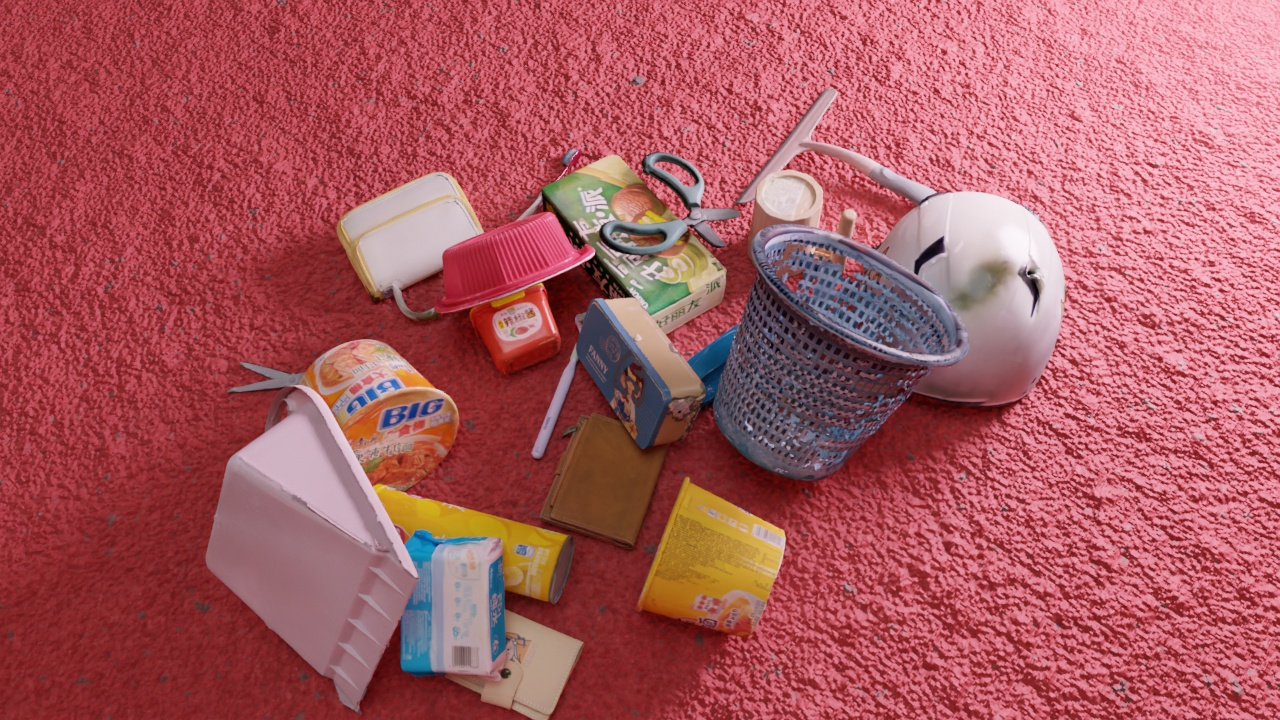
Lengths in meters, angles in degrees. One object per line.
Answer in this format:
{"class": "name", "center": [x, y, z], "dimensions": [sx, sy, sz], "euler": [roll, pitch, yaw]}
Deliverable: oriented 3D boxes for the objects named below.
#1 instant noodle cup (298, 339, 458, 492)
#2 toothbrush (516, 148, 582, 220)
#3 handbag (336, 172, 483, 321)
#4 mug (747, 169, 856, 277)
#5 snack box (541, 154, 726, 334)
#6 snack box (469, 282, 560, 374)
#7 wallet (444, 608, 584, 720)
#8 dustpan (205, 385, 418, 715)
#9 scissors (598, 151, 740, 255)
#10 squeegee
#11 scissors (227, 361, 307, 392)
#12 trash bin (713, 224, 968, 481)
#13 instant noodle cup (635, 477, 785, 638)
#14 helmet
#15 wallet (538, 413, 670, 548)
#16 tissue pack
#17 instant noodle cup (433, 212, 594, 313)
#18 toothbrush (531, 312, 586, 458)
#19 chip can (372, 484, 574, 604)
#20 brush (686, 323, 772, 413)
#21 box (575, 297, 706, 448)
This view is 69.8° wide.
{"class": "instant noodle cup", "center": [-0.284, 0.057, 0.967], "dimensions": [0.151, 0.151, 0.111], "euler": [-34, 55, -17]}
{"class": "toothbrush", "center": [-0.131, -0.214, 1.194], "dimensions": [0.017, 0.016, 0.187], "euler": [22, 62, 23]}
{"class": "handbag", "center": [-0.270, -0.135, 1.129], "dimensions": [0.163, 0.063, 0.178], "euler": [-28, 65, -12]}
{"class": "mug", "center": [0.191, -0.157, 1.095], "dimensions": [0.125, 0.104, 0.084], "euler": [21, 62, 15]}
{"class": "snack box", "center": [-0.012, -0.141, 1.115], "dimensions": [0.114, 0.063, 0.240], "euler": [-30, 62, -19]}
{"class": "snack box", "center": [-0.140, -0.035, 1.053], "dimensions": [0.091, 0.082, 0.080], "euler": [-23, 74, -11]}
{"class": "wallet", "center": [-0.124, 0.290, 0.884], "dimensions": [0.115, 0.024, 0.087], "euler": [19, 63, 13]}
{"class": "dustpan", "center": [-0.298, 0.156, 0.879], "dimensions": [0.273, 0.223, 0.138], "euler": [37, 34, 6]}
{"class": "scissors", "center": [0.029, -0.190, 1.099], "dimensions": [0.170, 0.019, 0.179], "euler": [-8, 57, -4]}
{"class": "squeegee", "center": [0.292, -0.244, 1.182], "dimensions": [0.250, 0.040, 0.247], "euler": [29, 64, 17]}
{"class": "scissors", "center": [-0.388, 0.019, 1.066], "dimensions": [0.165, 0.012, 0.156], "euler": [37, 69, 23]}
{"class": "trash bin", "center": [0.176, 0.003, 0.922], "dimensions": [0.226, 0.196, 0.226], "euler": [17, 33, -12]}
{"class": "instant noodle cup", "center": [0.069, 0.194, 0.877], "dimensions": [0.110, 0.138, 0.137], "euler": [21, 61, 4]}
{"class": "helmet", "center": [0.365, -0.092, 1.017], "dimensions": [0.230, 0.157, 0.273], "euler": [14, 60, 10]}
{"class": "wallet", "center": [-0.043, 0.122, 0.975], "dimensions": [0.119, 0.035, 0.130], "euler": [15, 59, 11]}
{"class": "tissue pack", "center": [-0.173, 0.229, 0.855], "dimensions": [0.090, 0.063, 0.140], "euler": [-1, 91, 11]}
{"class": "instant noodle cup", "center": [-0.152, -0.117, 1.038], "dimensions": [0.193, 0.194, 0.066], "euler": [-24, 104, -12]}
{"class": "toothbrush", "center": [-0.087, 0.027, 1.043], "dimensions": [0.029, 0.021, 0.188], "euler": [12, 62, 13]}
{"class": "chip can", "center": [-0.178, 0.185, 0.923], "dimensions": [0.213, 0.072, 0.071], "euler": [13, 60, 9]}
{"class": "brush", "center": [0.091, 0.002, 1.020], "dimensions": [0.143, 0.074, 0.055], "euler": [-35, 69, -18]}
{"class": "box", "center": [-0.006, 0.006, 0.998], "dimensions": [0.059, 0.090, 0.184], "euler": [-10, 44, -35]}
